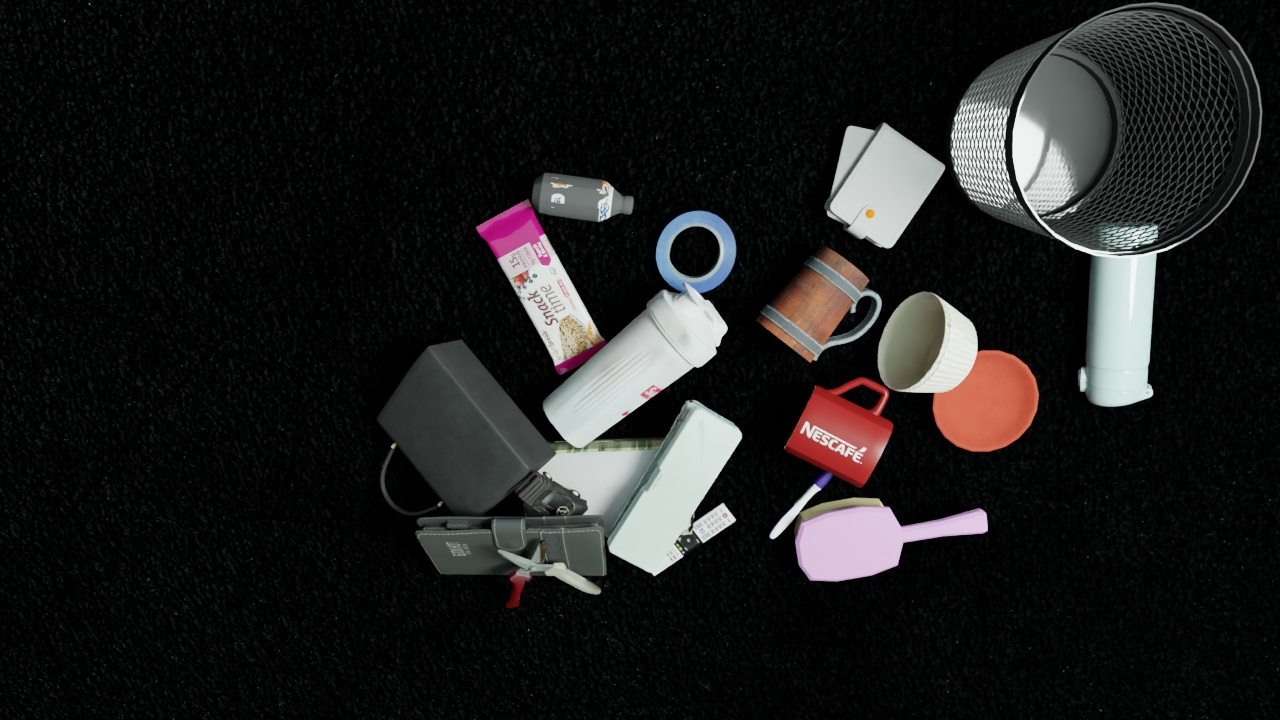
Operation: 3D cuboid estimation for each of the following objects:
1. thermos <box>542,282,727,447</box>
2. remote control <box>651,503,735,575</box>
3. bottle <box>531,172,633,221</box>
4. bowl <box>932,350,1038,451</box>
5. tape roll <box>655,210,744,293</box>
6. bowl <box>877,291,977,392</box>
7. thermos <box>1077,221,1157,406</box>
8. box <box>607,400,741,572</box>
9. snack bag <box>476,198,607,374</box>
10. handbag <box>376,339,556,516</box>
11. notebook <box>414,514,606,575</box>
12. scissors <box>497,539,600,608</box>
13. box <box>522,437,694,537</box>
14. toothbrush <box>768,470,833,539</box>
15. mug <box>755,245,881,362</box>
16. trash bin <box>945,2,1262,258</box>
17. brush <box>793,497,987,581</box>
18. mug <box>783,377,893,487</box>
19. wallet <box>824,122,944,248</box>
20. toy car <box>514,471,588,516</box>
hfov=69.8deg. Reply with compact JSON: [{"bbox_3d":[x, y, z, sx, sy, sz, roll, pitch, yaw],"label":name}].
[{"bbox_3d":[-0.006,0.006,1.045,0.221,0.099,0.099,-39,100,13],"label":"thermos"},{"bbox_3d":[0.059,0.220,1.130,0.124,0.011,0.028,-36,101,8],"label":"remote control"},{"bbox_3d":[-0.064,-0.180,1.019,0.112,0.047,0.047,7,103,-2],"label":"bottle"},{"bbox_3d":[0.399,0.044,1.078,0.122,0.035,0.122,0,103,0],"label":"bowl"},{"bbox_3d":[0.063,-0.124,1.047,0.093,0.016,0.091,-23,102,5],"label":"tape roll"},{"bbox_3d":[0.328,-0.013,1.031,0.062,0.115,0.115,17,103,-19],"label":"bowl"},{"bbox_3d":[0.543,-0.051,1.041,0.078,0.065,0.207,2,105,23],"label":"thermos"},{"bbox_3d":[0.039,0.146,1.047,0.083,0.067,0.199,32,99,14],"label":"box"},{"bbox_3d":[-0.111,-0.082,1.057,0.070,0.016,0.196,-26,102,7],"label":"snack bag"},{"bbox_3d":[-0.231,0.109,1.062,0.196,0.072,0.176,-44,82,20],"label":"handbag"},{"bbox_3d":[-0.144,0.218,1.070,0.209,0.170,0.029,-2,60,-2],"label":"notebook"},{"bbox_3d":[-0.114,0.258,1.089,0.179,0.015,0.199,13,141,-30],"label":"scissors"},{"bbox_3d":[-0.038,0.151,1.097,0.205,0.050,0.118,-4,100,0],"label":"box"},{"bbox_3d":[0.218,0.147,1.112,0.015,0.016,0.187,39,101,-6],"label":"toothbrush"},{"bbox_3d":[0.208,-0.056,1.039,0.117,0.081,0.111,35,97,-26],"label":"mug"},{"bbox_3d":[0.435,-0.224,0.917,0.218,0.227,0.218,0,103,0],"label":"trash bin"},{"bbox_3d":[0.300,0.207,1.112,0.229,0.043,0.089,-10,103,2],"label":"brush"},{"bbox_3d":[0.233,0.072,1.053,0.096,0.080,0.116,27,95,8],"label":"mug"},{"bbox_3d":[0.257,-0.199,1.020,0.115,0.037,0.118,32,98,-7],"label":"wallet"},{"bbox_3d":[-0.099,0.160,1.041,0.040,0.037,0.092,-44,130,7],"label":"toy car"}]
